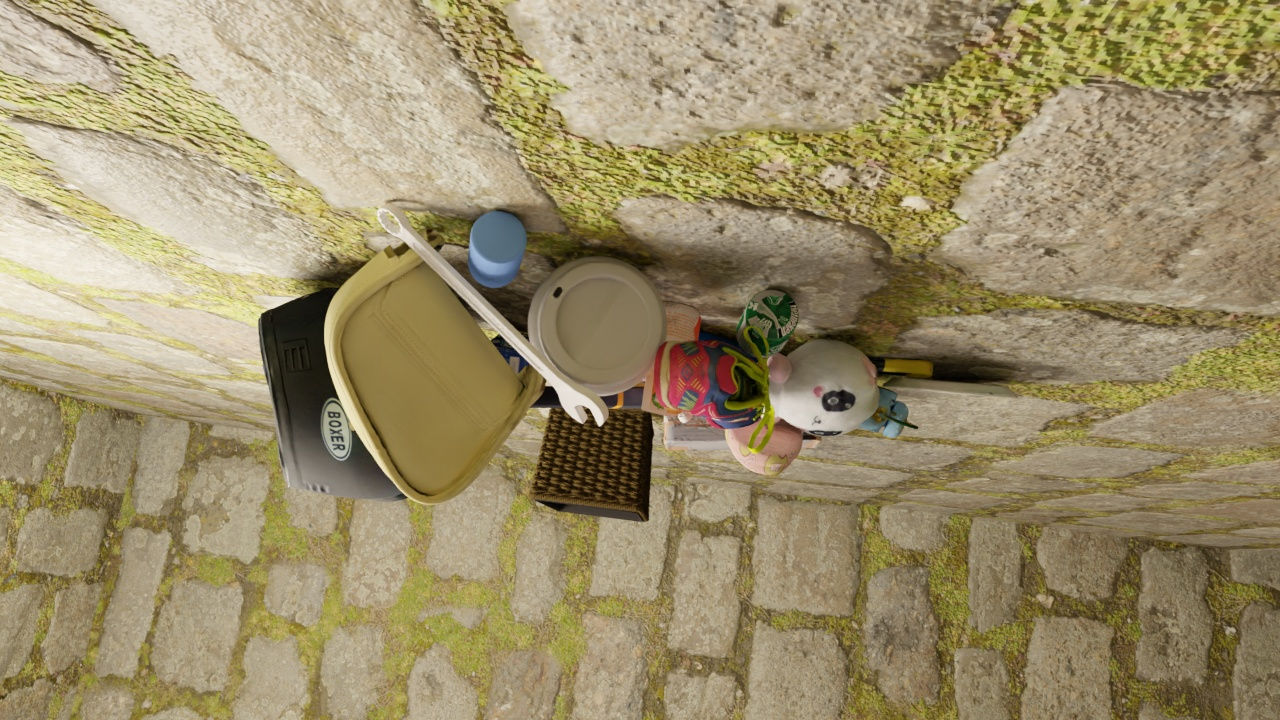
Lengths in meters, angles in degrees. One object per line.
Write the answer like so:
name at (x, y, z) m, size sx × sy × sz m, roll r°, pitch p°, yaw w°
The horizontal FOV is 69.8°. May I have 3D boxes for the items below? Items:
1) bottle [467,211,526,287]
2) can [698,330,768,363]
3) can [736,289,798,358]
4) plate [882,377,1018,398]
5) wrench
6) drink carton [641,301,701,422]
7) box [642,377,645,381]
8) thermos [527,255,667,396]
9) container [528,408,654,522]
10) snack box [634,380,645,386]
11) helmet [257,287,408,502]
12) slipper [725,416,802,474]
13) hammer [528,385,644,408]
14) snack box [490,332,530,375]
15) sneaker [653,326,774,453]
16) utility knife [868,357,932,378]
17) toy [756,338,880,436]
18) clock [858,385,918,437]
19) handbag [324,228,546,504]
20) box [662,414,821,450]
bottle at (-0.133, -0.093, 0.838) m, size 0.048 × 0.048 × 0.131 m, roll 10°, pitch 168°, yaw -10°
can at (0.081, 0.008, 1.097) m, size 0.146 × 0.079 × 0.079 m, roll 15°, pitch 166°, yaw -31°
can at (0.127, -0.036, 0.930) m, size 0.053 × 0.053 × 0.101 m, roll 7°, pitch 168°, yaw 1°
plate at (0.374, 0.032, 1.114) m, size 0.157 × 0.014 × 0.157 m, roll 4°, pitch -179°, yaw 0°
wrench at (-0.131, -0.038, 0.819) m, size 0.273 × 0.009 × 0.047 m, roll 45°, pitch 146°, yaw -7°
drink carton at (0.035, 0.003, 0.997) m, size 0.069 × 0.122 × 0.039 m, roll 16°, pitch 165°, yaw -35°
box at (-0.008, 0.006, 1.170) m, size 0.098 × 0.037 × 0.232 m, roll 5°, pitch 178°, yaw 31°
thermos at (-0.056, -0.029, 0.940) m, size 0.131 × 0.131 × 0.222 m, roll 10°, pitch 175°, yaw -11°
container at (-0.065, 0.154, 1.550) m, size 0.176 × 0.204 × 0.321 m, roll 7°, pitch 168°, yaw 4°
snack box at (-0.045, 0.019, 1.269) m, size 0.026 × 0.061 × 0.148 m, roll 0°, pitch 166°, yaw 37°
helmet at (-0.316, 0.030, 1.089) m, size 0.235 × 0.249 × 0.316 m, roll -11°, pitch -164°, yaw -22°
slipper at (0.153, 0.099, 1.153) m, size 0.093 × 0.082 × 0.196 m, roll 12°, pitch -159°, yaw 7°
hammer at (-0.054, 0.048, 1.175) m, size 0.312 × 0.035 × 0.139 m, roll 1°, pitch 176°, yaw -7°
snack box at (-0.156, 0.001, 1.113) m, size 0.059 × 0.059 × 0.226 m, roll 8°, pitch -174°, yaw -5°
sneaker at (0.097, 0.033, 0.906) m, size 0.091 × 0.116 × 0.241 m, roll -3°, pitch 172°, yaw 24°
utility knife at (0.248, 0.004, 1.128) m, size 0.213 × 0.020 × 0.029 m, roll 4°, pitch 166°, yaw 19°
toy at (0.185, 0.031, 1.055) m, size 0.179 × 0.101 × 0.139 m, roll -2°, pitch 143°, yaw -4°
clock at (0.276, 0.054, 1.162) m, size 0.118 × 0.060 × 0.162 m, roll 17°, pitch -179°, yaw -45°
handbag at (-0.213, 0.009, 0.892) m, size 0.233 × 0.191 × 0.088 m, roll 57°, pitch 173°, yaw -27°
box at (0.139, 0.097, 1.270) m, size 0.216 × 0.062 × 0.081 m, roll -1°, pitch 169°, yaw 3°
